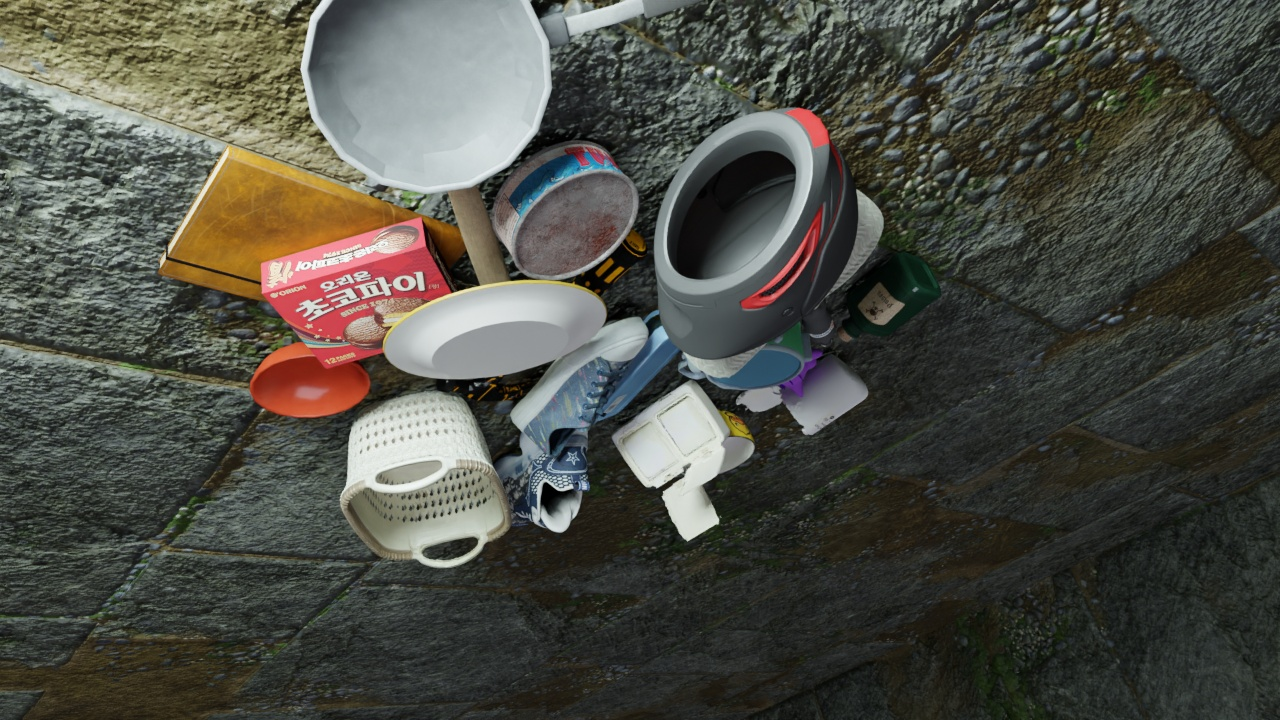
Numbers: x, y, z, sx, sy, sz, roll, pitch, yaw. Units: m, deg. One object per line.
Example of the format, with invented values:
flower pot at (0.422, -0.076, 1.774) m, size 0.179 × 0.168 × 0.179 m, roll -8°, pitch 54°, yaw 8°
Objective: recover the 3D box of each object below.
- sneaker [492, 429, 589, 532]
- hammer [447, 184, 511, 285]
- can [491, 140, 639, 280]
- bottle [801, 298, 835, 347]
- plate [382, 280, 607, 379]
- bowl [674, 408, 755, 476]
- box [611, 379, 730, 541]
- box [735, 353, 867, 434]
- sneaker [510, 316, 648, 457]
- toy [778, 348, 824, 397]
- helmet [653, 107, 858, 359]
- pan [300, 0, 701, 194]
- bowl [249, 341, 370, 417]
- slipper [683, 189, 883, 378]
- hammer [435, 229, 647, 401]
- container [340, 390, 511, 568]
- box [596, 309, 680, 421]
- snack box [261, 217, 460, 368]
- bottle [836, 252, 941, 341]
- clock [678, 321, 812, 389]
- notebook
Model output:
sneaker at (-0.133, 0.184, 1.260) m, size 0.103 × 0.132 × 0.270 m, roll 1°, pitch 146°, yaw -28°
hammer at (-0.154, -0.130, 0.839) m, size 0.119 × 0.030 × 0.332 m, roll -17°, pitch 144°, yaw -5°
can at (-0.068, -0.135, 0.841) m, size 0.129 × 0.044 × 0.130 m, roll -25°, pitch 150°, yaw -16°
bottle at (0.222, -0.047, 1.145) m, size 0.036 × 0.036 × 0.110 m, roll -23°, pitch 148°, yaw 11°
plate at (-0.144, -0.020, 0.941) m, size 0.229 × 0.021 × 0.230 m, roll -12°, pitch 160°, yaw -5°
bowl at (0.098, 0.110, 1.306) m, size 0.117 × 0.067 × 0.117 m, roll -11°, pitch 148°, yaw -8°
box at (0.049, 0.131, 1.210) m, size 0.146 × 0.185 × 0.095 m, roll -38°, pitch 157°, yaw 23°
box at (0.222, 0.052, 1.273) m, size 0.162 × 0.112 × 0.084 m, roll -38°, pitch 148°, yaw 9°
sneaker at (-0.068, 0.038, 1.091) m, size 0.087 × 0.079 × 0.236 m, roll -13°, pitch 157°, yaw -51°
toy at (0.192, 0.011, 1.204) m, size 0.106 × 0.055 × 0.088 m, roll -26°, pitch 149°, yaw 16°
helmet at (0.112, -0.110, 0.879) m, size 0.169 × 0.164 × 0.265 m, roll 8°, pitch 134°, yaw -50°
pan at (-0.074, -0.245, 0.689) m, size 0.357 × 0.041 × 0.179 m, roll -21°, pitch 129°, yaw -7°
bowl at (-0.356, 0.015, 0.991) m, size 0.122 × 0.035 × 0.122 m, roll -11°, pitch 148°, yaw -7°
slipper at (0.152, -0.086, 1.009) m, size 0.115 × 0.052 × 0.263 m, roll 39°, pitch 112°, yaw -14°
hammer at (-0.099, -0.040, 1.022) m, size 0.123 × 0.036 × 0.322 m, roll 10°, pitch 142°, yaw -41°
container at (-0.264, 0.148, 1.137) m, size 0.184 × 0.142 × 0.247 m, roll -12°, pitch 148°, yaw -7°
box at (-0.008, 0.004, 1.145) m, size 0.066 × 0.049 × 0.210 m, roll -13°, pitch 156°, yaw -42°
snack box at (-0.259, -0.061, 0.883) m, size 0.152 × 0.035 × 0.133 m, roll -16°, pitch 148°, yaw 0°
bottle at (0.293, -0.068, 1.120) m, size 0.061 × 0.061 × 0.132 m, roll 10°, pitch 140°, yaw -39°
clock at (0.120, -0.012, 1.129) m, size 0.162 × 0.075 × 0.121 m, roll -20°, pitch 149°, yaw 32°
notebook at (-0.297, -0.095, 0.864) m, size 0.249 × 0.014 × 0.179 m, roll 16°, pitch 136°, yaw -41°
